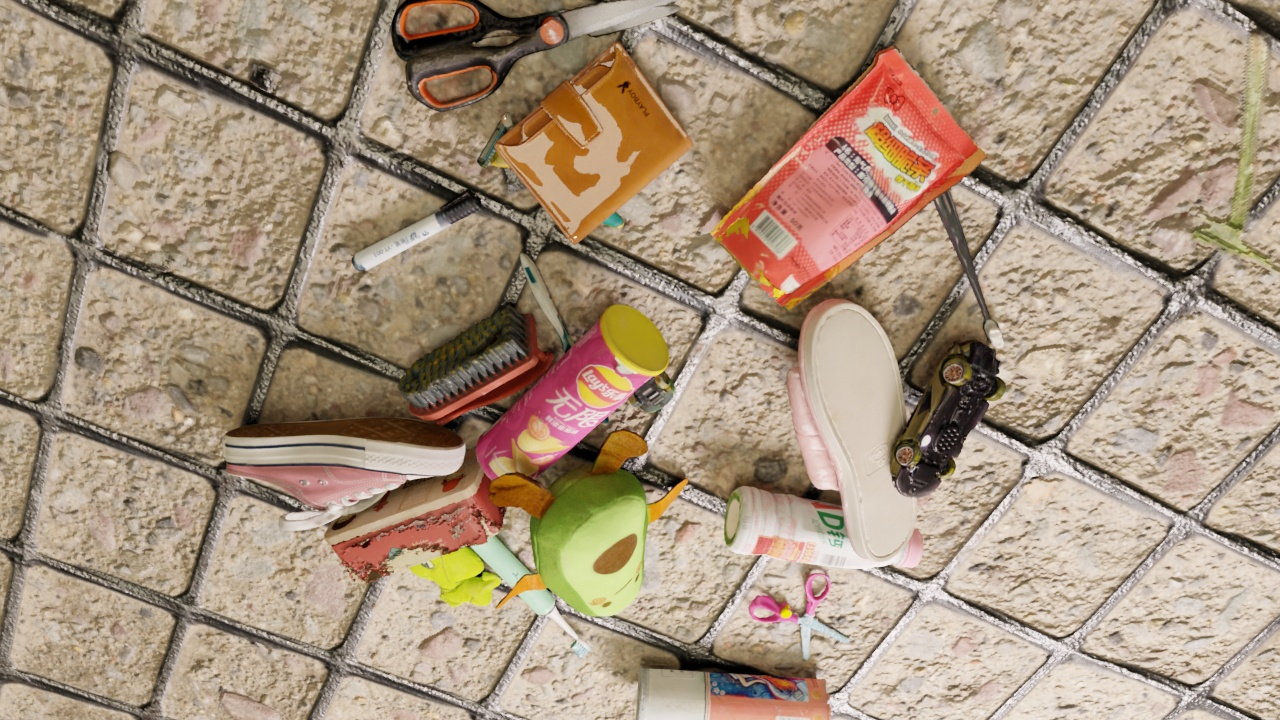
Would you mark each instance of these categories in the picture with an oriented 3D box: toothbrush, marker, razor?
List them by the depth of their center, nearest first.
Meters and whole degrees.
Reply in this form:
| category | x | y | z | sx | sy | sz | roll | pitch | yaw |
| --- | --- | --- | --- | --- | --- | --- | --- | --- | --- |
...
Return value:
| category | x | y | z | sx | sy | sz | roll | pitch | yaw |
| --- | --- | --- | --- | --- | --- | --- | --- | --- | --- |
| razor | -0.071 | -0.150 | 0.775 | 0.132 | 0.028 | 0.043 | 30 | 94 | -13 |
| marker | -0.198 | -0.113 | 0.806 | 0.131 | 0.018 | 0.022 | -24 | 107 | 13 |
| toothbrush | 0.288 | -0.085 | 0.809 | 0.016 | 0.018 | 0.181 | -23 | 114 | 16 |
| toothbrush | -0.072 | -0.016 | 0.856 | 0.018 | 0.016 | 0.192 | -14 | 118 | 21 |
| toothbrush | -0.122 | 0.247 | 0.995 | 0.027 | 0.026 | 0.224 | -45 | 114 | -16 |

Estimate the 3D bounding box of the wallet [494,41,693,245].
| category | x | y | z | sx | sy | sz | roll | pitch | yaw |
| --- | --- | --- | --- | --- | --- | --- | --- | --- | --- |
| wallet | -0.042 | -0.180 | 0.745 | 0.131 | 0.035 | 0.119 | -39 | 113 | 3 |

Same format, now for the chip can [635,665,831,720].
| category | x | y | z | sx | sy | sz | roll | pitch | yaw |
| --- | --- | --- | --- | --- | --- | --- | --- | --- | --- |
| chip can | 0.104 | 0.391 | 1.042 | 0.215 | 0.071 | 0.071 | 4 | 119 | -1 |

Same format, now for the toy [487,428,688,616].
| category | x | y | z | sx | sy | sz | roll | pitch | yaw |
| --- | --- | --- | --- | --- | --- | --- | --- | --- | --- |
| toy | -0.047 | 0.171 | 0.898 | 0.226 | 0.090 | 0.247 | -27 | 137 | -14 |

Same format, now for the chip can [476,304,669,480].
| category | x | y | z | sx | sy | sz | roll | pitch | yaw |
| --- | --- | --- | --- | --- | --- | --- | --- | --- | --- |
| chip can | -0.066 | 0.039 | 0.831 | 0.071 | 0.071 | 0.211 | 36 | 126 | -17 |

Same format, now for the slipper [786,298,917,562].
| category | x | y | z | sx | sy | sz | roll | pitch | yaw |
| --- | --- | --- | --- | --- | --- | --- | --- | --- | --- |
| slipper | 0.196 | 0.067 | 0.852 | 0.114 | 0.054 | 0.274 | -34 | 117 | -26 |

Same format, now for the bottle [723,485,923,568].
| category | x | y | z | sx | sy | sz | roll | pitch | yaw |
| --- | --- | --- | --- | --- | --- | --- | --- | --- | --- |
| bottle | 0.186 | 0.174 | 0.926 | 0.197 | 0.068 | 0.068 | 10 | 118 | -8 |

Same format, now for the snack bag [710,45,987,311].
| category | x | y | z | sx | sy | sz | roll | pitch | yaw |
| --- | --- | --- | --- | --- | --- | --- | --- | --- | --- |
| snack bag | 0.167 | -0.140 | 0.758 | 0.128 | 0.073 | 0.208 | 40 | 107 | -22 |

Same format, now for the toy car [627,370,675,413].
| category | x | y | z | sx | sy | sz | roll | pitch | yaw |
| --- | --- | --- | --- | --- | --- | --- | --- | --- | --- |
| toy car | -0.005 | 0.005 | 0.852 | 0.043 | 0.036 | 0.091 | -35 | 98 | 27 |

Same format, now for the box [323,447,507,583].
| category | x | y | z | sx | sy | sz | roll | pitch | yaw |
| --- | --- | --- | --- | --- | --- | --- | --- | --- | --- |
| box | -0.216 | 0.161 | 0.914 | 0.168 | 0.091 | 0.079 | -21 | 113 | 12 |

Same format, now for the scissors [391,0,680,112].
| category | x | y | z | sx | sy | sz | roll | pitch | yaw |
| --- | --- | --- | --- | --- | --- | --- | --- | --- | --- |
| scissors | -0.086 | -0.269 | 0.714 | 0.235 | 0.021 | 0.137 | -28 | 114 | 16 |

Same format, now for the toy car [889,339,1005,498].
| category | x | y | z | sx | sy | sz | roll | pitch | yaw |
| --- | --- | --- | --- | --- | --- | --- | --- | --- | --- |
| toy car | 0.278 | 0.055 | 0.845 | 0.070 | 0.042 | 0.158 | 21 | 100 | -36 |

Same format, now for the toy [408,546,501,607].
| category | x | y | z | sx | sy | sz | roll | pitch | yaw |
| --- | --- | --- | --- | --- | --- | --- | --- | --- | --- |
| toy | -0.199 | 0.226 | 0.983 | 0.097 | 0.031 | 0.100 | -3 | 123 | 3 |

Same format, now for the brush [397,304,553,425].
| category | x | y | z | sx | sy | sz | roll | pitch | yaw |
| --- | --- | --- | --- | --- | --- | --- | --- | --- | --- |
| brush | -0.154 | 0.014 | 0.851 | 0.146 | 0.063 | 0.069 | -29 | 133 | 17 |

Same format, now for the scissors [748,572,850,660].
| category | x | y | z | sx | sy | sz | roll | pitch | yaw |
| --- | --- | --- | --- | --- | --- | --- | --- | --- | --- |
| scissors | 0.186 | 0.280 | 1.012 | 0.133 | 0.017 | 0.125 | 29 | 112 | -18 |

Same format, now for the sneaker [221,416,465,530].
| category | x | y | z | sx | sy | sz | roll | pitch | yaw |
| --- | --- | --- | --- | --- | --- | --- | --- | --- | --- |
| sneaker | -0.282 | 0.107 | 0.880 | 0.241 | 0.118 | 0.088 | -1 | 101 | 9 |
